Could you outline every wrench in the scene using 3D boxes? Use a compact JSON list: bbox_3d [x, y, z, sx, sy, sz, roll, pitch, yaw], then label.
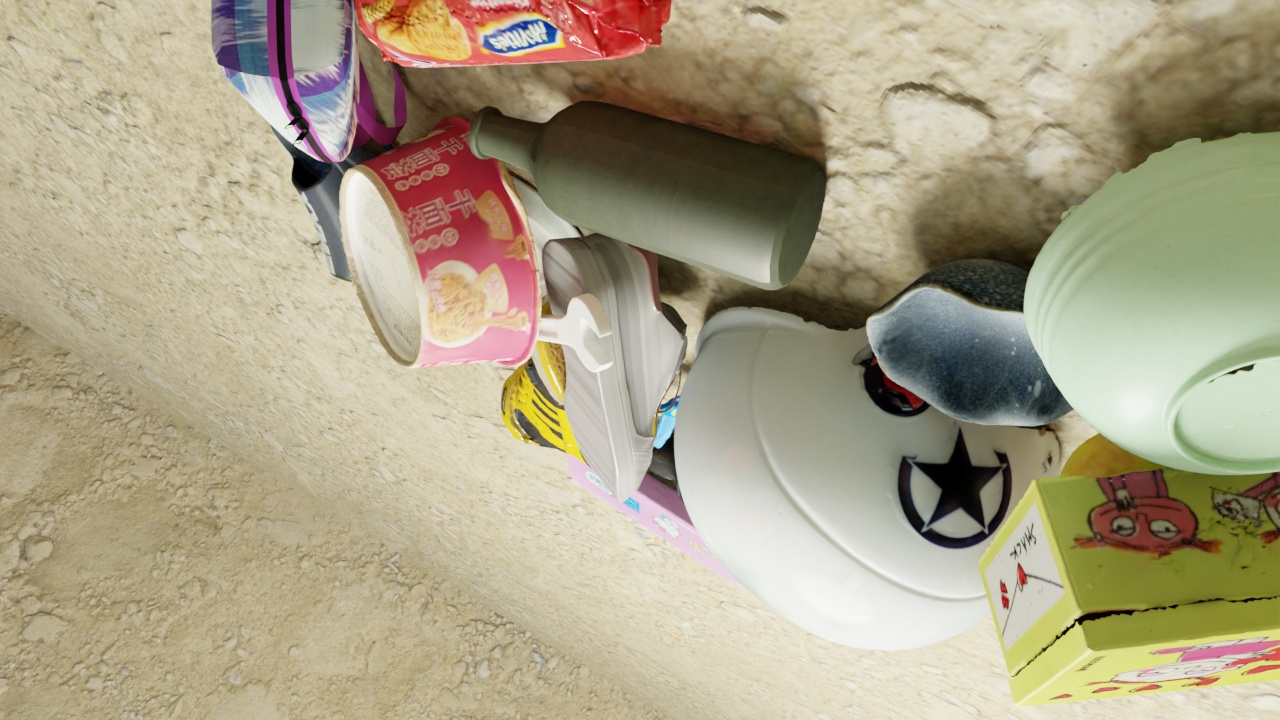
[{"bbox_3d":[-0.079,-0.025,0.648,0.274,0.009,0.047,10,117,64],"label":"wrench"}]

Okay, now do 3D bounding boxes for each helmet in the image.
[{"bbox_3d":[0.126,0.093,0.620,0.264,0.163,0.237,34,154,-4],"label":"helmet"}]

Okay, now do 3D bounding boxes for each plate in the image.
[{"bbox_3d":[-0.103,-0.093,0.710,0.157,0.014,0.157,26,154,13],"label":"plate"}]

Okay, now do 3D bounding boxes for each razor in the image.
[{"bbox_3d":[0.036,0.101,0.853,0.053,0.063,0.141,25,171,-26],"label":"razor"}]

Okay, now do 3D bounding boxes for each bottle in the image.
[{"bbox_3d":[-0.004,-0.103,0.514,0.207,0.071,0.071,21,153,21],"label":"bottle"}]

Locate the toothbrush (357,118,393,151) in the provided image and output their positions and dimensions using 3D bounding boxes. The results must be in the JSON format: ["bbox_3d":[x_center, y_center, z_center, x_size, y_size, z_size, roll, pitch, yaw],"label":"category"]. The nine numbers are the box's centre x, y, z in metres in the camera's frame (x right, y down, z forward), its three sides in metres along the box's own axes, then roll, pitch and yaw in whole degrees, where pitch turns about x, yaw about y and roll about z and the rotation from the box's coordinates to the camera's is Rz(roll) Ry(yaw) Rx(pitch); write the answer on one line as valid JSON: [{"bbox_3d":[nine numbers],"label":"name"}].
[{"bbox_3d":[-0.197,-0.176,0.659,0.017,0.021,0.135,5,151,13],"label":"toothbrush"}]

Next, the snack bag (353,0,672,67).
[{"bbox_3d":[-0.065,-0.182,0.434,0.177,0.082,0.082,10,148,36],"label":"snack bag"}]

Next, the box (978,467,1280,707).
[{"bbox_3d":[0.288,0.102,0.428,0.221,0.081,0.124,-4,148,1],"label":"box"}]

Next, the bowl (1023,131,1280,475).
[{"bbox_3d":[0.235,-0.006,0.358,0.151,0.076,0.151,7,137,7],"label":"bowl"}]

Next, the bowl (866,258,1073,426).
[{"bbox_3d":[0.180,-0.017,0.481,0.110,0.055,0.110,26,155,13],"label":"bowl"}]

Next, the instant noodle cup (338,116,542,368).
[{"bbox_3d":[-0.144,-0.070,0.626,0.179,0.077,0.179,37,137,45],"label":"instant noodle cup"}]

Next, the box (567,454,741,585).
[{"bbox_3d":[0.027,0.156,0.933,0.214,0.051,0.149,30,174,18],"label":"box"}]

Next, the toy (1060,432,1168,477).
[{"bbox_3d":[0.278,0.055,0.484,0.106,0.067,0.137,-26,148,20],"label":"toy"}]

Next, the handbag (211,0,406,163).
[{"bbox_3d":[-0.176,-0.175,0.535,0.068,0.144,0.170,-3,174,2],"label":"handbag"}]

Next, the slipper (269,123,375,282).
[{"bbox_3d":[-0.215,-0.090,0.751,0.111,0.083,0.268,23,159,46],"label":"slipper"}]

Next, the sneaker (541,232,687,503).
[{"bbox_3d":[-0.004,0.004,0.655,0.099,0.089,0.236,50,155,42],"label":"sneaker"}]

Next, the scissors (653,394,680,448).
[{"bbox_3d":[0.026,0.038,0.747,0.130,0.013,0.126,5,140,-13],"label":"scissors"}]

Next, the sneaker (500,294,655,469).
[{"bbox_3d":[-0.071,0.013,0.785,0.122,0.085,0.239,20,150,30],"label":"sneaker"}]
